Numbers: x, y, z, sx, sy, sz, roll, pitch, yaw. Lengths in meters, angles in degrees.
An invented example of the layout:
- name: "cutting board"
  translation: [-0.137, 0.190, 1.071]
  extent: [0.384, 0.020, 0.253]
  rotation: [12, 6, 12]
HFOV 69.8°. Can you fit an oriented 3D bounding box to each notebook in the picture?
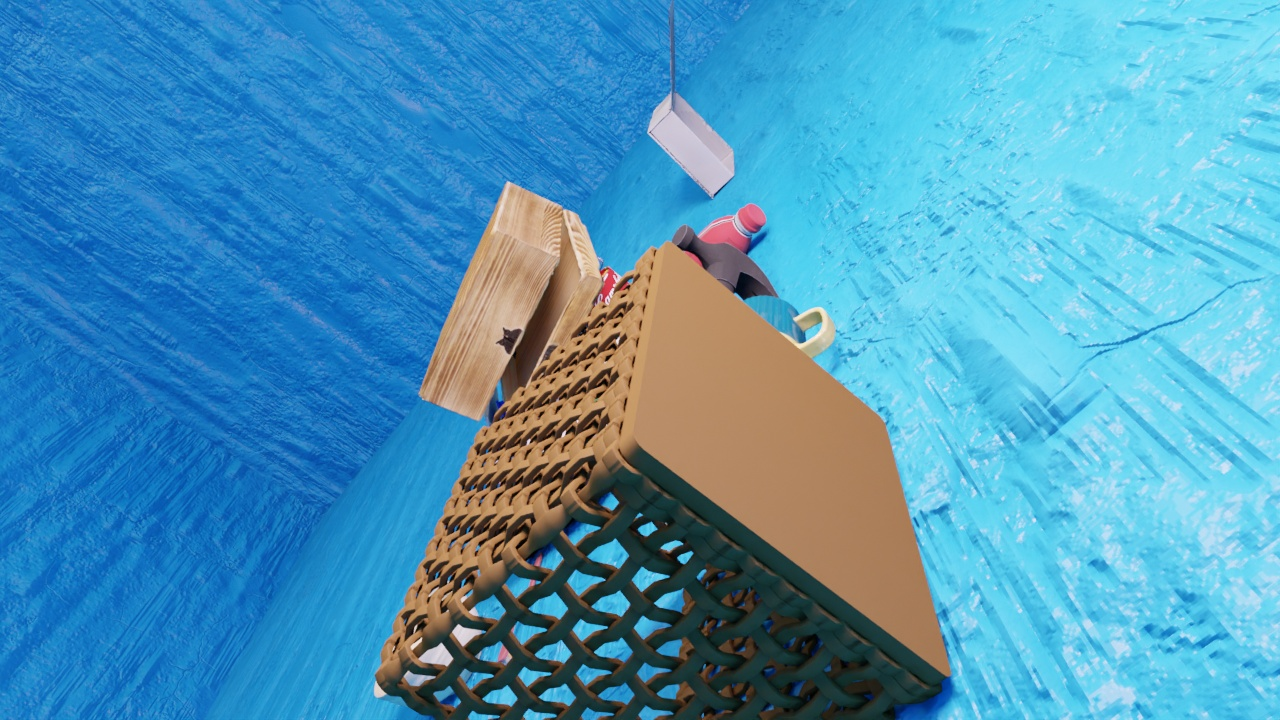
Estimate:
- name: "notebook"
  translation: [-0.225, 0.127, 1.463]
  extent: [0.012, 0.153, 0.208]
  rotation: [-10, 16, -4]

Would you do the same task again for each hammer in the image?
- name: "hammer"
  translation: [0.076, 0.006, 0.897]
  extent: [0.040, 0.132, 0.304]
  rotation: [-38, 32, 43]

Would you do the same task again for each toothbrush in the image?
- name: "toothbrush"
  translation: [-0.131, 0.277, 1.041]
  extent: [0.015, 0.015, 0.184]
  rotation: [-45, 13, 24]

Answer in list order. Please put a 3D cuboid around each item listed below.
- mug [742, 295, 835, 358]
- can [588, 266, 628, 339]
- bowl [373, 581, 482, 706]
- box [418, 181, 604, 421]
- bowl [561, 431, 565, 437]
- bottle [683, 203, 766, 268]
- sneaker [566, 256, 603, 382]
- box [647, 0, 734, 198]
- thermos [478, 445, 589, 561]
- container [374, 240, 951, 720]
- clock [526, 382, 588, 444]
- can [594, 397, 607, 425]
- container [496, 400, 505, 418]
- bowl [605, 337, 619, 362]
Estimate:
- name: "mug"
  translation: [0.123, -0.008, 0.823]
  extent: [0.114, 0.083, 0.107]
  rotation: [-31, 19, 25]
- name: "can"
  translation: [-0.028, -0.066, 1.322]
  extent: [0.087, 0.116, 0.086]
  rotation: [-47, 15, 17]
- name: "bowl"
  translation: [-0.236, 0.343, 1.075]
  extent: [0.151, 0.075, 0.150]
  rotation: [-46, 16, 17]
- name: "box"
  translation: [-0.187, -0.081, 1.332]
  extent: [0.244, 0.168, 0.280]
  rotation: [-102, 36, -61]
- name: "bowl"
  translation: [-0.113, 0.139, 1.208]
  extent: [0.105, 0.054, 0.104]
  rotation: [-50, 23, 30]
- name: "bottle"
  translation: [0.099, -0.147, 1.239]
  extent: [0.177, 0.062, 0.062]
  rotation: [-40, 19, 40]
- name: "sneaker"
  translation: [-0.101, -0.035, 1.440]
  extent: [0.270, 0.132, 0.103]
  rotation: [-47, 17, 23]
- name: "box"
  translation: [0.033, -0.512, 1.561]
  extent: [0.119, 0.479, 0.166]
  rotation: [-19, 25, 14]
- name: "thermos"
  translation: [-0.110, 0.161, 1.098]
  extent: [0.199, 0.086, 0.086]
  rotation: [-43, 17, 30]
- name: "container"
  translation: [0.018, 0.107, 0.579]
  extent: [0.215, 0.219, 0.251]
  rotation: [-45, 16, 25]
- name: "clock"
  translation: [-0.118, 0.086, 1.326]
  extent: [0.161, 0.073, 0.125]
  rotation: [-53, 15, -2]
- name: "can"
  translation: [0.001, 0.027, 1.077]
  extent: [0.140, 0.088, 0.087]
  rotation: [-50, 15, 9]
- name: "container"
  translation: [-0.180, 0.100, 1.432]
  extent: [0.058, 0.096, 0.114]
  rotation: [-22, 14, -9]
- name: "bowl"
  translation: [-0.007, 0.007, 1.169]
  extent: [0.117, 0.061, 0.117]
  rotation: [-49, -9, -11]
